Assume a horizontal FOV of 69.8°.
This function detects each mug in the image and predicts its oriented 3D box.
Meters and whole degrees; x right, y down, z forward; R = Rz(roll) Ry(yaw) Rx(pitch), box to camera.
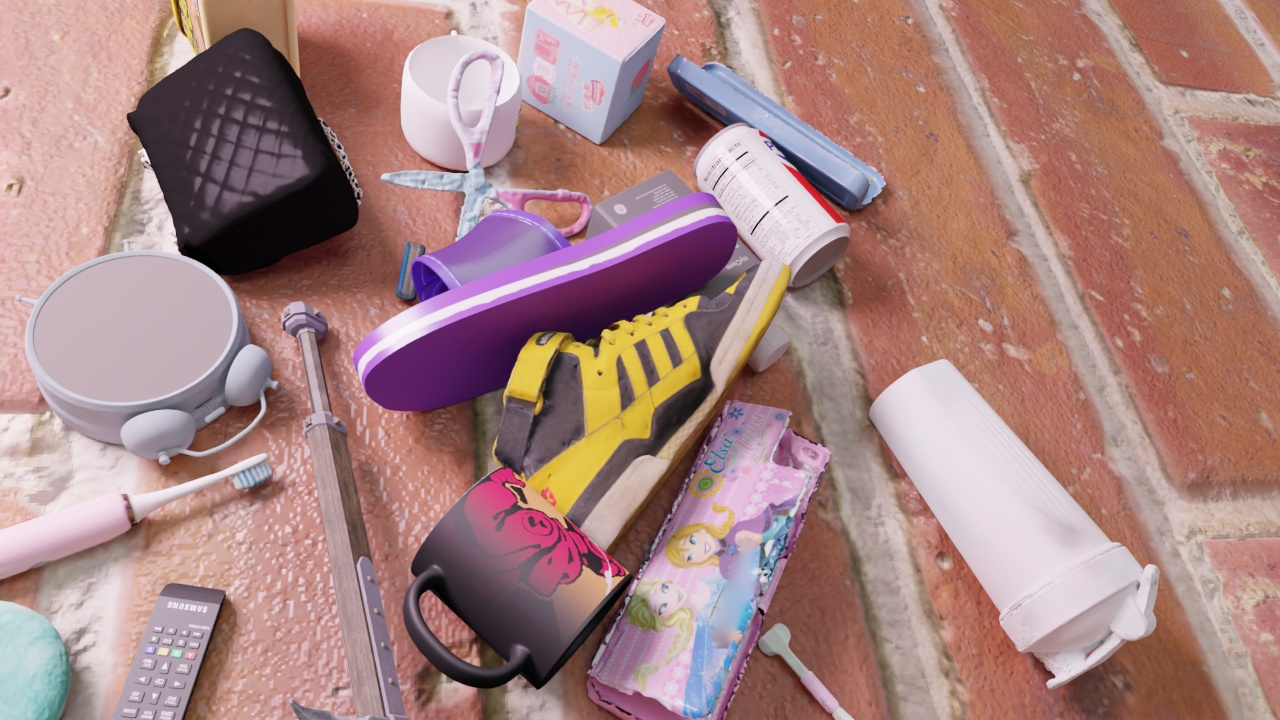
[{"bbox_3d":[-0.146,-0.214,0.742,0.094,0.068,0.115,-4,58,-18],"label":"mug"},{"bbox_3d":[-0.077,0.131,0.515,0.098,0.082,0.117,39,37,11],"label":"mug"}]

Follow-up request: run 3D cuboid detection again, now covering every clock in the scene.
[{"bbox_3d":[-0.301,-0.003,0.571,0.159,0.045,0.122,40,56,13],"label":"clock"}]

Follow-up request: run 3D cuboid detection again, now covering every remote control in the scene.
[{"bbox_3d":[-0.254,0.186,0.476,0.033,0.015,0.146,11,55,-9],"label":"remote control"}]

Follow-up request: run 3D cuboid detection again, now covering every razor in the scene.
[{"bbox_3d":[-0.104,-0.051,0.676,0.144,0.022,0.042,12,92,-13],"label":"razor"}]

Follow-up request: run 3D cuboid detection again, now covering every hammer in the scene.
[{"bbox_3d":[-0.172,0.084,0.535,0.028,0.147,0.316,-34,54,13],"label":"hammer"}]

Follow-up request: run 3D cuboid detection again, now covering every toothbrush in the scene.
[{"bbox_3d":[0.130,0.226,0.560,0.022,0.015,0.155,-42,74,-2],"label":"toothbrush"},{"bbox_3d":[-0.319,0.096,0.511,0.222,0.027,0.026,-20,98,-26],"label":"toothbrush"}]

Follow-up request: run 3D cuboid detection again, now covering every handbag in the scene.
[{"bbox_3d":[-0.279,-0.133,0.656,0.125,0.115,0.153,-29,70,-5],"label":"handbag"}]

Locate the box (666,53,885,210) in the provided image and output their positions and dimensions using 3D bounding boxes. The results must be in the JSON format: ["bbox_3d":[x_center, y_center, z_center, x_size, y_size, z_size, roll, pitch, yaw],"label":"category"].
[{"bbox_3d":[0.121,-0.204,0.826,0.209,0.043,0.124,38,23,11],"label":"box"}]

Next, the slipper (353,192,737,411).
[{"bbox_3d":[-0.070,-0.060,0.621,0.266,0.107,0.084,-25,66,-14],"label":"slipper"}]

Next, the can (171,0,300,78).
[{"bbox_3d":[-0.308,-0.269,0.695,0.072,0.131,0.101,-19,67,-26],"label":"can"}]

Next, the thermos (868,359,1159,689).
[{"bbox_3d":[0.251,0.102,0.630,0.099,0.100,0.220,-17,59,-25],"label":"thermos"}]

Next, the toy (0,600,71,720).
[{"bbox_3d":[-0.330,0.167,0.459,0.085,0.033,0.105,-13,59,-8],"label":"toy"}]

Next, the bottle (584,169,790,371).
[{"bbox_3d":[0.044,-0.064,0.709,0.083,0.046,0.174,-32,70,-31],"label":"bottle"}]

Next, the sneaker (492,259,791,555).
[{"bbox_3d":[-0.004,0.004,0.610,0.122,0.086,0.238,34,68,7],"label":"sneaker"}]

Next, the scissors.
[{"bbox_3d":[-0.111,-0.147,0.691,0.170,0.013,0.177,-1,97,-31],"label":"scissors"}]

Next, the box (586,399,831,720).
[{"bbox_3d":[0.052,0.119,0.574,0.084,0.071,0.229,29,54,4],"label":"box"}]

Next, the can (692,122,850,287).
[{"bbox_3d":[0.107,-0.128,0.755,0.070,0.070,0.132,-26,67,-29],"label":"can"}]

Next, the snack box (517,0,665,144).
[{"bbox_3d":[-0.045,-0.260,0.786,0.095,0.093,0.079,32,54,7],"label":"snack box"}]
